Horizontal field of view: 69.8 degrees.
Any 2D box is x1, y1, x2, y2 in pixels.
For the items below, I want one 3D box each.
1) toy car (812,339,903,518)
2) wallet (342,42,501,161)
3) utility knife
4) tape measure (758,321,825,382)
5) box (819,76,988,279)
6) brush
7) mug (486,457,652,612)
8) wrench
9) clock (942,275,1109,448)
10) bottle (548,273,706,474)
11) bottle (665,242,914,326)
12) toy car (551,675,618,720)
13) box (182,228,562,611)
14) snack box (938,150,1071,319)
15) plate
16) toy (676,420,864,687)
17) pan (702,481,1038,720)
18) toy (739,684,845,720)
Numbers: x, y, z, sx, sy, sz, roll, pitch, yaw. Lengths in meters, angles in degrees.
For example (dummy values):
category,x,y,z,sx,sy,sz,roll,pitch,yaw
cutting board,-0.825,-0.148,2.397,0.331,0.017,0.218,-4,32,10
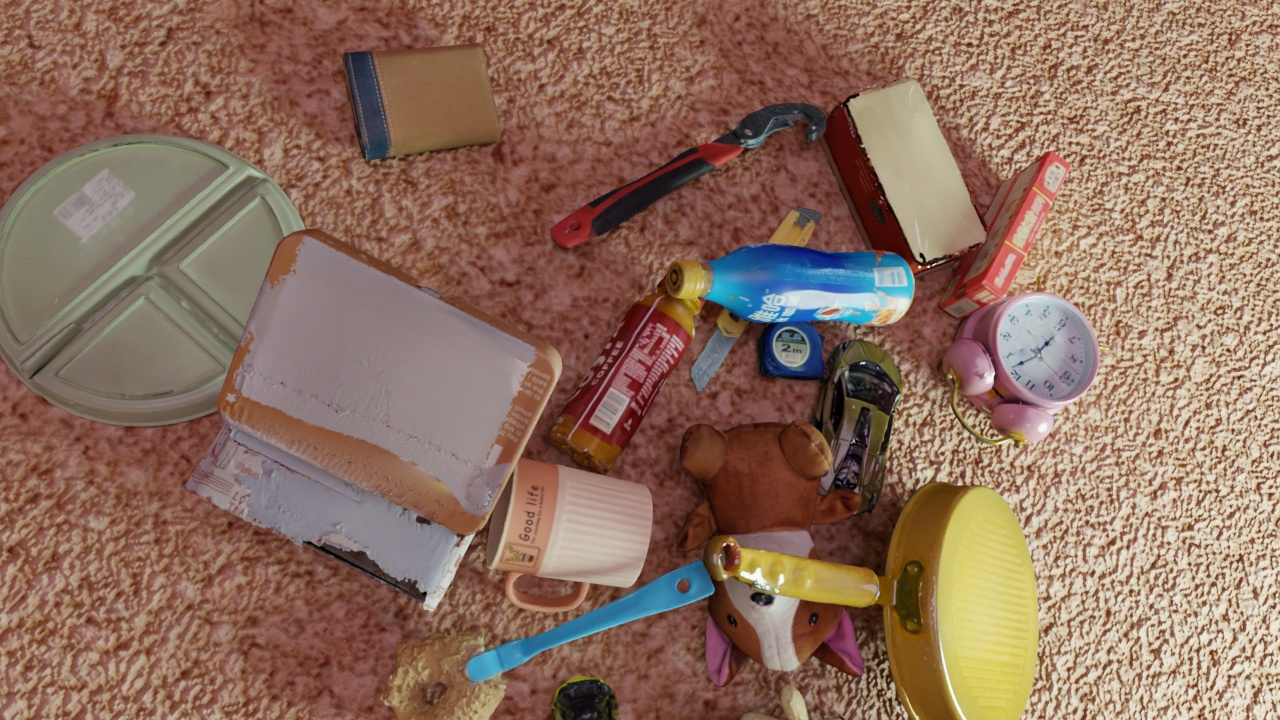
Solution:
category,x,y,z,sx,sy,sz,roll,pitch,yaw
toy car,0.179,0.054,0.773,0.070,0.042,0.158,19,72,-9
wallet,-0.179,-0.214,0.753,0.115,0.033,0.090,-13,84,-16
utility knife,0.098,-0.058,0.795,0.031,0.021,0.204,34,77,2
tape measure,0.128,-0.009,0.782,0.058,0.025,0.054,6,75,-16
box,0.237,-0.162,0.814,0.091,0.076,0.168,-20,84,-16
brush,-0.068,0.202,0.651,0.254,0.046,0.083,-23,76,1
mug,-0.057,0.135,0.684,0.106,0.081,0.115,13,104,-14
wrench,0.043,-0.164,0.794,0.273,0.016,0.056,-28,55,-15
clock,0.331,0.007,0.808,0.158,0.060,0.117,-43,89,-16
bottle,-0.004,0.004,0.731,0.057,0.057,0.174,34,73,-4
bottle,0.122,-0.061,0.748,0.218,0.065,0.065,-1,78,-27
toy car,-0.039,0.286,0.676,0.048,0.032,0.105,-8,91,-15
box,-0.178,0.061,0.589,0.179,0.271,0.133,28,43,-5
snack box,0.327,-0.112,0.824,0.025,0.075,0.152,34,72,-4
plate,-0.363,-0.066,0.679,0.230,0.027,0.230,3,77,-13
toy,0.098,0.144,0.695,0.140,0.130,0.199,-4,88,15
pan,0.185,0.170,0.665,0.357,0.078,0.197,24,66,-42
toy,0.090,0.290,0.673,0.157,0.066,0.105,15,102,-32
